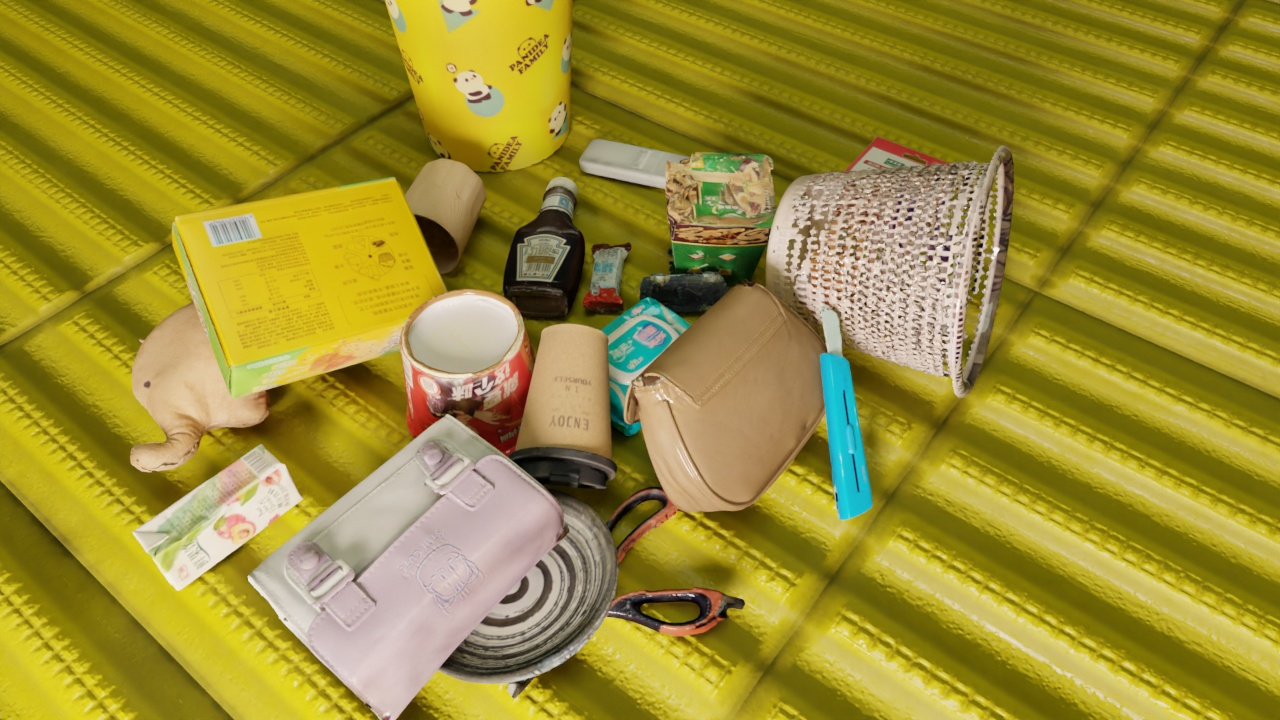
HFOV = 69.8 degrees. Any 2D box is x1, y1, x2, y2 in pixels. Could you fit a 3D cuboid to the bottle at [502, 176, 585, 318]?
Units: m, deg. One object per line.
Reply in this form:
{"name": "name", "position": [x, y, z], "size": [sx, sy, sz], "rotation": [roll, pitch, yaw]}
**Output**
{"name": "bottle", "position": [-0.098, -0.128, 0.998], "size": [0.080, 0.044, 0.194], "rotation": [4, 48, 4]}

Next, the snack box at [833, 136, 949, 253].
{"name": "snack box", "position": [0.285, -0.188, 1.043], "size": [0.113, 0.044, 0.126], "rotation": [29, 57, 25]}

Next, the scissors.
{"name": "scissors", "position": [-0.026, 0.182, 0.742], "size": [0.227, 0.015, 0.188], "rotation": [-1, 47, 5]}

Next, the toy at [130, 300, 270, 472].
{"name": "toy", "position": [-0.402, 0.011, 0.856], "size": [0.143, 0.083, 0.225], "rotation": [21, 54, 14]}

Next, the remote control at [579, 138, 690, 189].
{"name": "remote control", "position": [-0.004, -0.235, 1.105], "size": [0.136, 0.020, 0.055], "rotation": [14, 50, 13]}

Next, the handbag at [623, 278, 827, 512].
{"name": "handbag", "position": [0.076, 0.032, 0.796], "size": [0.100, 0.148, 0.203], "rotation": [-16, 21, 50]}

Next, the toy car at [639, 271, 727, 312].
{"name": "toy car", "position": [0.044, -0.071, 0.948], "size": [0.090, 0.043, 0.034], "rotation": [-2, 15, 5]}

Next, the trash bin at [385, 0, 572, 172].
{"name": "trash bin", "position": [-0.181, -0.378, 1.076], "size": [0.229, 0.256, 0.229], "rotation": [0, 49, 0]}

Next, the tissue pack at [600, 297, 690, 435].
{"name": "tissue pack", "position": [-0.005, 0.005, 0.875], "size": [0.093, 0.050, 0.133], "rotation": [35, 58, 26]}

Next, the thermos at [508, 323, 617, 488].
{"name": "thermos", "position": [-0.063, 0.045, 0.793], "size": [0.093, 0.093, 0.143], "rotation": [3, 69, 3]}

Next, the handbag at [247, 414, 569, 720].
{"name": "handbag", "position": [-0.170, 0.150, 0.697], "size": [0.145, 0.099, 0.196], "rotation": [30, 58, 29]}

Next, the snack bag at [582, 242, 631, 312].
{"name": "snack bag", "position": [-0.036, -0.092, 0.976], "size": [0.045, 0.026, 0.105], "rotation": [-3, 47, 10]}

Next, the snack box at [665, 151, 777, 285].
{"name": "snack box", "position": [0.082, -0.143, 0.967], "size": [0.117, 0.106, 0.118], "rotation": [1, 50, -1]}

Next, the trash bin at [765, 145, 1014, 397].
{"name": "trash bin", "position": [0.232, -0.093, 0.867], "size": [0.192, 0.228, 0.226], "rotation": [11, 49, 27]}

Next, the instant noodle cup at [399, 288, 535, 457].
{"name": "instant noodle cup", "position": [-0.154, 0.011, 0.834], "size": [0.138, 0.109, 0.137], "rotation": [0, 49, 0]}

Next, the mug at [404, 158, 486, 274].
{"name": "mug", "position": [-0.238, -0.154, 1.008], "size": [0.125, 0.084, 0.103], "rotation": [-11, 42, 27]}

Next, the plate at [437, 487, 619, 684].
{"name": "plate", "position": [-0.103, 0.178, 0.734], "size": [0.179, 0.024, 0.179], "rotation": [-7, 43, 6]}

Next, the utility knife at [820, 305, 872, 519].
{"name": "utility knife", "position": [0.175, 0.043, 0.800], "size": [0.034, 0.018, 0.187], "rotation": [-3, 80, -20]}

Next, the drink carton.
{"name": "drink carton", "position": [-0.353, 0.129, 0.770], "size": [0.045, 0.054, 0.122], "rotation": [32, 57, 30]}

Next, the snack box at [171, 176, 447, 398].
{"name": "snack box", "position": [-0.301, -0.072, 0.855], "size": [0.209, 0.070, 0.157], "rotation": [-19, 75, -31]}
